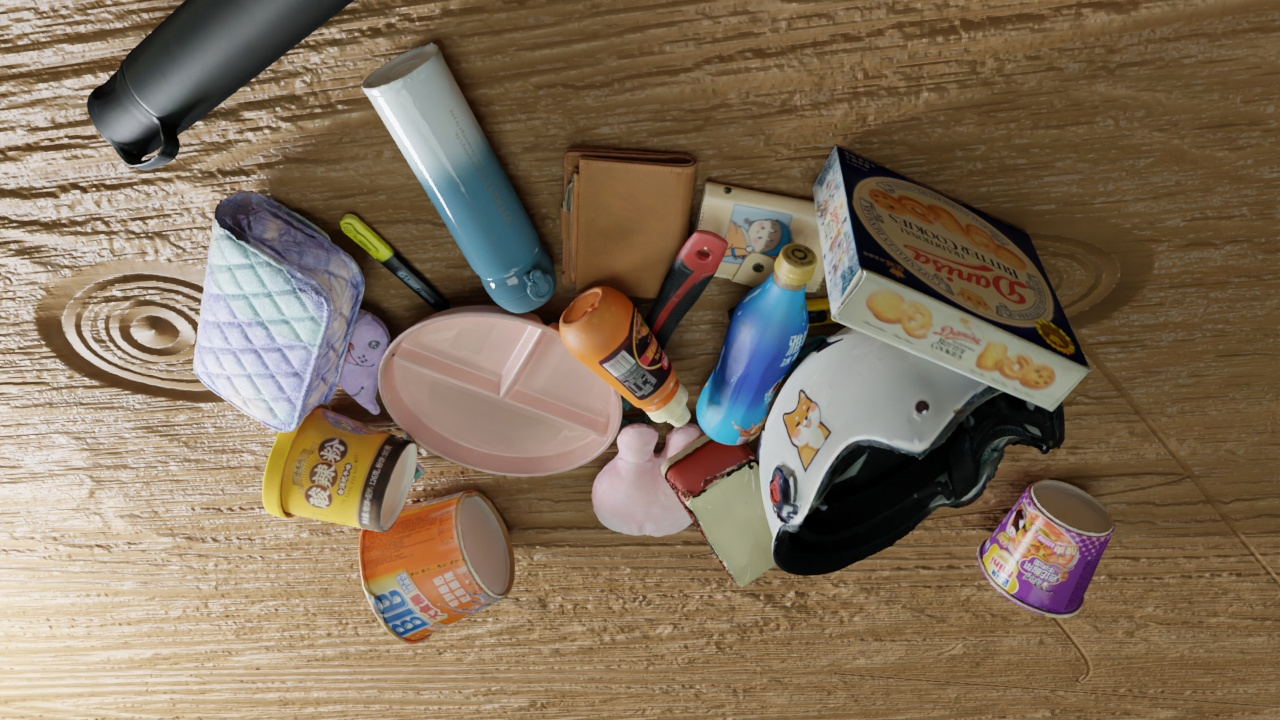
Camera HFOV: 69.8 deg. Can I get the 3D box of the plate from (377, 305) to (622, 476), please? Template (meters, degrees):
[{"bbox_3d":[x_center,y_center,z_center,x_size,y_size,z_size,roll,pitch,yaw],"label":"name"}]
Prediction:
[{"bbox_3d":[-0.130,0.032,0.866,0.229,0.028,0.230,3,136,3],"label":"plate"}]

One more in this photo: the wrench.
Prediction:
[{"bbox_3d":[0.014,-0.017,0.816,0.056,0.016,0.274,19,138,-5],"label":"wrench"}]

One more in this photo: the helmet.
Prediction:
[{"bbox_3d":[0.202,0.056,0.783,0.229,0.156,0.275,-1,145,-33],"label":"helmet"}]

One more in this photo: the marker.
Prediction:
[{"bbox_3d":[-0.215,-0.082,0.811,0.018,0.015,0.124,-27,124,29],"label":"marker"}]

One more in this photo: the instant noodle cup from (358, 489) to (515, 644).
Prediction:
[{"bbox_3d":[-0.210,0.212,0.978,0.111,0.151,0.151,-22,125,12],"label":"instant noodle cup"}]

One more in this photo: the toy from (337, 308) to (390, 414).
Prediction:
[{"bbox_3d":[-0.269,-0.007,0.865,0.084,0.038,0.108,32,130,4],"label":"toy"}]

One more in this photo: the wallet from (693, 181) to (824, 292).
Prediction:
[{"bbox_3d":[0.101,-0.099,0.760,0.115,0.024,0.087,9,125,-3],"label":"wallet"}]

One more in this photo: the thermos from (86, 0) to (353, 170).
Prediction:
[{"bbox_3d":[-0.298,-0.221,0.661,0.243,0.090,0.068,-26,164,25],"label":"thermos"}]

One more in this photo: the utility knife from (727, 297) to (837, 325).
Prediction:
[{"bbox_3d":[0.166,-0.044,0.801,0.181,0.015,0.033,-5,132,11],"label":"utility knife"}]

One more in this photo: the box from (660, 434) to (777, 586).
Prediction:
[{"bbox_3d":[0.095,0.152,0.905,0.091,0.075,0.168,-33,131,-2],"label":"box"}]

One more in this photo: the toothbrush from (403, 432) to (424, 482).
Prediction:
[{"bbox_3d":[-0.234,0.051,0.921,0.029,0.021,0.190,-7,131,-19],"label":"toothbrush"}]

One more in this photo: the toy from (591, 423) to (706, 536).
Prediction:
[{"bbox_3d":[0.015,0.119,0.928,0.121,0.054,0.160,3,130,-12],"label":"toy"}]

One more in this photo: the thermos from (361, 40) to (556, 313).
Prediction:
[{"bbox_3d":[-0.133,-0.135,0.726,0.070,0.070,0.220,-15,126,18],"label":"thermos"}]

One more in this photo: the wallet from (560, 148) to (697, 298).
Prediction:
[{"bbox_3d":[-0.013,-0.110,0.756,0.108,0.031,0.132,3,130,-1],"label":"wallet"}]

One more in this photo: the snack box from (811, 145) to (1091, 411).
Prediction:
[{"bbox_3d":[0.218,-0.065,0.669,0.178,0.182,0.046,21,128,-12],"label":"snack box"}]

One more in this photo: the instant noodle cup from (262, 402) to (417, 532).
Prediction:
[{"bbox_3d":[-0.291,0.110,0.904,0.114,0.118,0.119,16,130,2],"label":"instant noodle cup"}]

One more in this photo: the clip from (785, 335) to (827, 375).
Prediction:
[{"bbox_3d":[0.146,-0.006,0.834,0.057,0.047,0.014,-27,121,22],"label":"clip"}]

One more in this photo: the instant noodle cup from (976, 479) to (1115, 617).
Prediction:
[{"bbox_3d":[0.405,0.180,0.910,0.111,0.111,0.099,11,121,-3],"label":"instant noodle cup"}]

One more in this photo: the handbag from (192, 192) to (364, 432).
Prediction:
[{"bbox_3d":[-0.326,-0.037,0.816,0.134,0.075,0.194,32,127,1],"label":"handbag"}]

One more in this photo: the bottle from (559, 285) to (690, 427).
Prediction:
[{"bbox_3d":[-0.005,0.005,0.789,0.067,0.066,0.149,-28,120,26],"label":"bottle"}]

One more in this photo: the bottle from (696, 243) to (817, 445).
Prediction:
[{"bbox_3d":[0.102,-0.011,0.783,0.065,0.065,0.219,12,140,-4],"label":"bottle"}]
